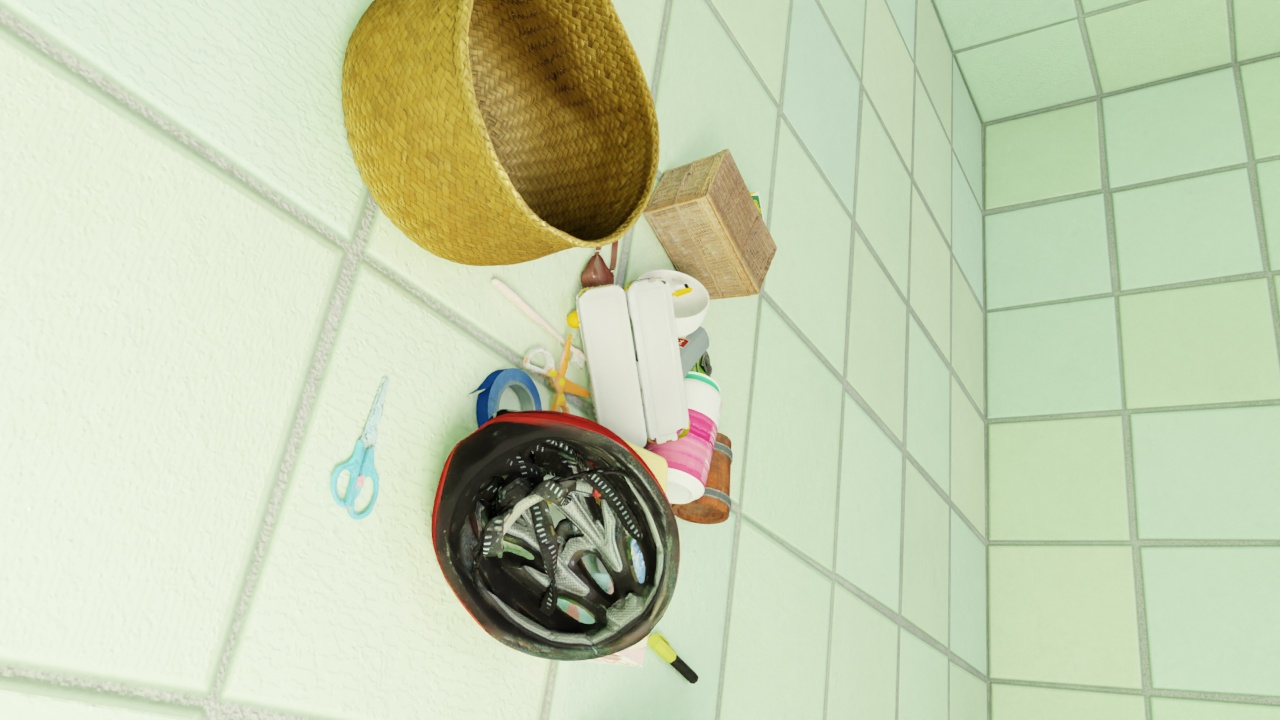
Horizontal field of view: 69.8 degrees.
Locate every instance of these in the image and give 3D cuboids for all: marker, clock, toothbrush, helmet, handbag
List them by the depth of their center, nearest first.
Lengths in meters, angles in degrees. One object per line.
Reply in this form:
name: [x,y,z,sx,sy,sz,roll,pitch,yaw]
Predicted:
helmet: [-0.081,0.167,0.897,0.217,0.167,0.272,-37,108,-5]
toothbrush: [-0.115,-0.041,1.057,0.181,0.016,0.018,45,54,-45]
clock: [-0.012,0.240,1.119,0.088,0.052,0.125,-45,137,-52]
toothbrush: [-0.010,-0.070,1.160,0.196,0.031,0.031,-17,65,-35]
handbag: [-0.045,-0.133,1.180,0.055,0.029,0.119,54,36,-41]
marker: [0.045,0.396,1.218,0.124,0.018,0.021,54,43,-39]

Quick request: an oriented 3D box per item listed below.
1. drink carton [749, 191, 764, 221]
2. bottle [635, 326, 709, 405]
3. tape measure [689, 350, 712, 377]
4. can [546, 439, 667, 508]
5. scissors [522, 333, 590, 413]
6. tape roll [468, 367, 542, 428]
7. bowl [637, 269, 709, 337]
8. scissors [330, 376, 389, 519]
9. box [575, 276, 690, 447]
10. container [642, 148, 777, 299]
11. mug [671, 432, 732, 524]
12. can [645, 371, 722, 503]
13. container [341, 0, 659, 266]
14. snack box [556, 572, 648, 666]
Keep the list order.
drink carton: [0.156,-0.242,1.501,0.122,0.041,0.058,-20,101,-58]
bottle: [0.030,0.006,1.222,0.160,0.072,0.046,-48,129,-50]
tape measure: [0.083,0.011,1.337,0.058,0.036,0.065,46,48,-43]
can: [-0.043,0.133,1.053,0.130,0.101,0.072,30,59,-51]
scissors: [-0.097,0.026,1.065,0.128,0.011,0.125,34,62,-52]
tape roll: [-0.141,0.056,0.994,0.091,0.016,0.093,-42,119,-53]
bowl: [0.036,-0.070,1.231,0.104,0.105,0.054,-55,165,-47]
scissors: [-0.248,0.075,0.831,0.056,0.015,0.136,42,44,-48]
box: [-0.008,0.007,1.128,0.127,0.023,0.209,-13,100,-28]
container: [0.103,-0.191,1.338,0.198,0.113,0.113,58,40,-34]
mug: [0.093,0.171,1.294,0.117,0.081,0.110,67,27,-55]
can: [0.056,0.103,1.227,0.088,0.088,0.165,49,45,-41]
container: [-0.137,-0.238,0.894,0.306,0.197,0.306,21,65,-56]
snack box: [-0.051,0.287,1.016,0.095,0.093,0.079,46,48,-44]
